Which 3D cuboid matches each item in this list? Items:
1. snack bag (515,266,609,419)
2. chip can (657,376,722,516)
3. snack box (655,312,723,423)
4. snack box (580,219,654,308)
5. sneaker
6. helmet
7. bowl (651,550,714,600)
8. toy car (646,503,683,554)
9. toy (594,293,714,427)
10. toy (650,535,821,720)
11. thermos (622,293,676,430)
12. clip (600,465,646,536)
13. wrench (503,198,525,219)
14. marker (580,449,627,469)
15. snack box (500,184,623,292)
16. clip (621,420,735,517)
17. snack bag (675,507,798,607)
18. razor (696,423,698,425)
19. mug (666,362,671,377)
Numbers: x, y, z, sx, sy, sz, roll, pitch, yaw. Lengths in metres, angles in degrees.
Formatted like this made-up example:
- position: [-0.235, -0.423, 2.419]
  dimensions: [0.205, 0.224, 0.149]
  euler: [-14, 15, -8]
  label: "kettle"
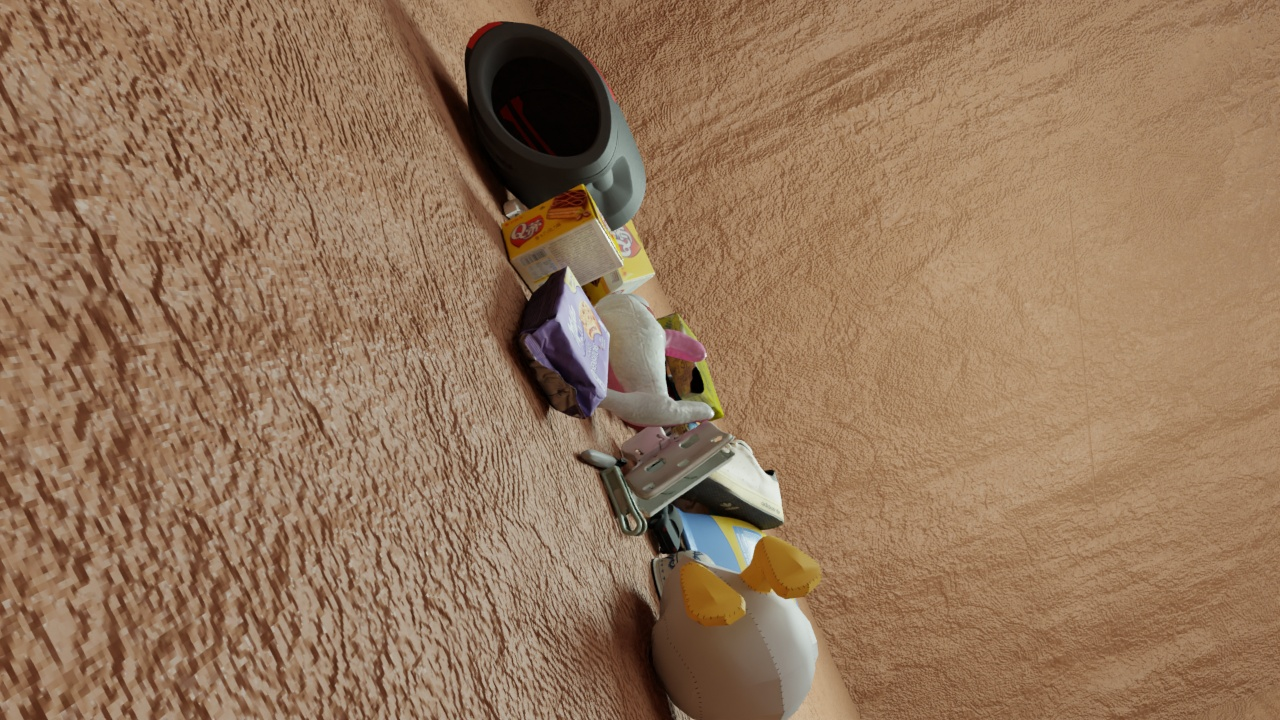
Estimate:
- position: [-0.077, -0.019, 0.905]
  dimensions: [0.096, 0.058, 0.205]
  euler: [60, 10, -18]
  label: "snack bag"
- position: [0.059, 0.139, 1.310]
  dimensions: [0.080, 0.080, 0.229]
  euler: [45, 23, -71]
  label: "chip can"
- position: [0.065, 0.014, 1.258]
  dimensions: [0.181, 0.045, 0.121]
  euler: [45, 27, -71]
  label: "snack box"
- position: [-0.073, -0.202, 1.341]
  dimensions: [0.110, 0.061, 0.230]
  euler: [-32, -100, 55]
  label: "snack box"
- position: [0.104, 0.142, 1.222]
  dimensions: [0.241, 0.089, 0.102]
  euler: [32, 54, -31]
  label: "sneaker"
- position: [-0.104, -0.265, 1.096]
  dimensions: [0.264, 0.164, 0.170]
  euler: [48, -9, -3]
  label: "helmet"
- position: [0.063, 0.257, 0.993]
  dimensions: [0.115, 0.059, 0.115]
  euler: [-24, 89, -83]
  label: "bowl"
- position: [0.031, 0.192, 1.088]
  dimensions: [0.112, 0.034, 0.046]
  euler: [-82, 146, -78]
  label: "toy car"
- position: [-0.014, 0.015, 1.123]
  dimensions: [0.265, 0.186, 0.128]
  euler: [-110, -148, -57]
  label: "toy"
- position: [0.084, 0.279, 0.811]
  dimensions: [0.246, 0.140, 0.268]
  euler: [-133, -145, -51]
  label: "toy"
- position: [-0.008, 0.007, 1.283]
  dimensions: [0.198, 0.084, 0.108]
  euler: [-105, -161, -44]
  label: "thermos"
- position: [-0.017, 0.144, 0.935]
  dimensions: [0.074, 0.023, 0.035]
  euler: [65, 8, 15]
  label: "clip"
- position: [-0.115, -0.128, 1.168]
  dimensions: [0.273, 0.018, 0.066]
  euler: [50, 16, -70]
  label: "wrench"
- position: [-0.036, 0.101, 0.937]
  dimensions: [0.138, 0.022, 0.016]
  euler: [45, 27, -74]
  label: "marker"
- position: [-0.085, -0.127, 1.006]
  dimensions: [0.083, 0.106, 0.061]
  euler: [57, 11, -51]
  label: "snack box"
- position: [0.037, 0.126, 1.061]
  dimensions: [0.091, 0.125, 0.151]
  euler: [62, -18, -8]
  label: "clip"
- position: [0.114, 0.285, 1.178]
  dimensions: [0.205, 0.102, 0.158]
  euler: [40, 24, -49]
  label: "snack bag"
- position: [0.092, 0.138, 1.402]
  dimensions: [0.060, 0.057, 0.156]
  euler: [60, -2, -20]
  label: "razor"
- position: [0.042, 0.042, 1.484]
  dimensions: [0.117, 0.082, 0.111]
  euler: [39, 25, -34]
  label: "mug"
